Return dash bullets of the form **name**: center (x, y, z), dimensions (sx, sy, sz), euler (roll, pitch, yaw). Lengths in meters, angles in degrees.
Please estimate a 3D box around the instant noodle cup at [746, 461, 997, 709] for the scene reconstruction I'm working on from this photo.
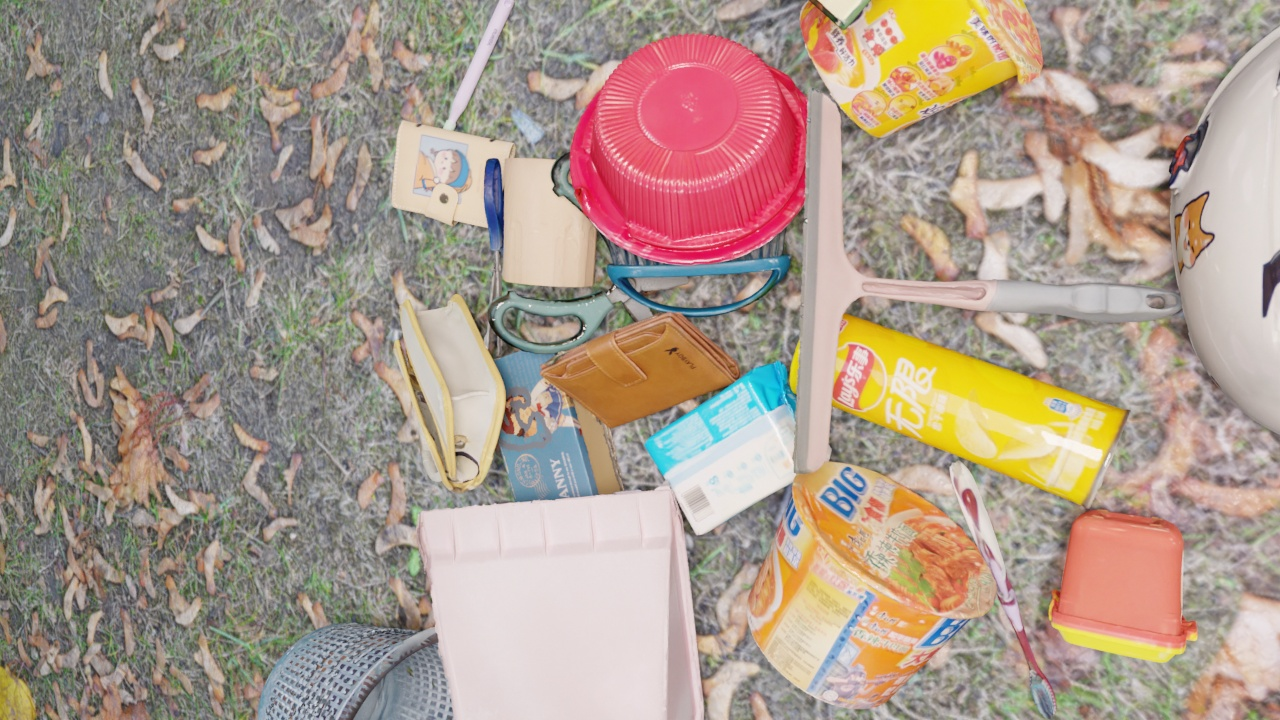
- **instant noodle cup**: center (0.151, 0.160, 0.642), dimensions (0.151, 0.151, 0.112), euler (37, 118, 23)

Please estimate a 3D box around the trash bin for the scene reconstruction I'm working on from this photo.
- **trash bin**: center (-0.242, 0.338, 0.854), dimensions (0.195, 0.226, 0.226), euler (3, 95, 43)

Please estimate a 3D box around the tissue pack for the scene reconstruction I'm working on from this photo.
- **tissue pack**: center (0.074, 0.070, 0.722), dimensions (0.140, 0.063, 0.090), euler (-36, 78, 29)

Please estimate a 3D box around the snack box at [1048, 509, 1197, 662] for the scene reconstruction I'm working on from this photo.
- **snack box**: center (0.306, 0.138, 0.579), dimensions (0.082, 0.091, 0.080), euler (6, 89, 30)

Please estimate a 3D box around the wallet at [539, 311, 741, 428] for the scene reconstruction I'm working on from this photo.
- **wallet**: center (-0.004, 0.004, 0.741), dimensions (0.131, 0.119, 0.035), euler (-22, 52, 30)

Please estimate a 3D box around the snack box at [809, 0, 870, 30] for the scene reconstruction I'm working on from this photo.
- **snack box**: center (0.124, -0.299, 0.583), dimensions (0.063, 0.239, 0.115), euler (34, 115, -20)

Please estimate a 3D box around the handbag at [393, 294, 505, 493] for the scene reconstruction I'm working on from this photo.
- **handbag**: center (-0.186, 0.048, 0.839), dimensions (0.163, 0.063, 0.179), euler (57, 141, 44)

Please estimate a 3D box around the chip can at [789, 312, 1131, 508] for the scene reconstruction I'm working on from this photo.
- **chip can**: center (0.213, 0.028, 0.634), dimensions (0.213, 0.072, 0.072), euler (23, 104, 27)

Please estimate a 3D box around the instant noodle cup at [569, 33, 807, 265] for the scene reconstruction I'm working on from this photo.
- **instant noodle cup**: center (0.037, -0.170, 0.679), dimensions (0.194, 0.066, 0.193), euler (-3, 69, 7)

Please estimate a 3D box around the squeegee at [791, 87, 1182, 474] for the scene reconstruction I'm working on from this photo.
- **squeegee**: center (0.223, -0.043, 0.599), dimensions (0.249, 0.040, 0.247), euler (4, 85, -1)

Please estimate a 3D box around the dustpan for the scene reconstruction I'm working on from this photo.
- **dustpan**: center (-0.059, 0.245, 0.778), dimensions (0.223, 0.139, 0.273), euler (-4, 80, 12)

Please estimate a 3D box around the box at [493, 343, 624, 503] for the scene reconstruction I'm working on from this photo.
- **box**: center (-0.074, 0.077, 0.812), dimensions (0.090, 0.059, 0.184), euler (-21, 81, 30)

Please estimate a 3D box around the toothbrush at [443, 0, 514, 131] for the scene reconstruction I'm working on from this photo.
- **toothbrush**: center (-0.164, -0.256, 0.865), dimensions (0.189, 0.029, 0.021), euler (-61, 28, 18)

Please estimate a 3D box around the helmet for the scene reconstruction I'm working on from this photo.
- **helmet**: center (0.400, -0.078, 0.471), dimensions (0.230, 0.156, 0.274), euler (8, 97, 29)

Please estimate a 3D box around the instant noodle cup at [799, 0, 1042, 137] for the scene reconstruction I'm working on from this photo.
- **instant noodle cup**: center (0.180, -0.222, 0.607), dimensions (0.110, 0.137, 0.138), euler (-29, 79, 36)

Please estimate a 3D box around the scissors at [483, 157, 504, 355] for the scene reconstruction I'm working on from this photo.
- **scissors**: center (-0.123, -0.094, 0.806), dimensions (0.012, 0.156, 0.166), euler (1, 117, 5)

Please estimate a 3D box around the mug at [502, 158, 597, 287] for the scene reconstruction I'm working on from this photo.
- **mug**: center (-0.056, -0.116, 0.785), dimensions (0.125, 0.084, 0.103), euler (4, 99, 3)

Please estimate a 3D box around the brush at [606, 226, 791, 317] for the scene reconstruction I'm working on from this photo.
- **brush**: center (0.045, -0.070, 0.718), dimensions (0.144, 0.055, 0.073), euler (-3, 100, 7)

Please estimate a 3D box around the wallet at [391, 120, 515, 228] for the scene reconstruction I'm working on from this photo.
- **wallet**: center (-0.178, -0.172, 0.863), dimensions (0.115, 0.024, 0.087), euler (14, 99, 11)

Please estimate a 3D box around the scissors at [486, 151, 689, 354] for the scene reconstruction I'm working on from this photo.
- **scissors**: center (-0.046, -0.087, 0.746), dimensions (0.170, 0.019, 0.180), euler (-10, 102, -9)

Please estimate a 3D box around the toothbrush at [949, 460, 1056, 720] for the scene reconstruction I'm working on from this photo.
- **toothbrush**: center (0.255, 0.161, 0.649), dimensions (0.016, 0.017, 0.187), euler (-22, 83, 28)
